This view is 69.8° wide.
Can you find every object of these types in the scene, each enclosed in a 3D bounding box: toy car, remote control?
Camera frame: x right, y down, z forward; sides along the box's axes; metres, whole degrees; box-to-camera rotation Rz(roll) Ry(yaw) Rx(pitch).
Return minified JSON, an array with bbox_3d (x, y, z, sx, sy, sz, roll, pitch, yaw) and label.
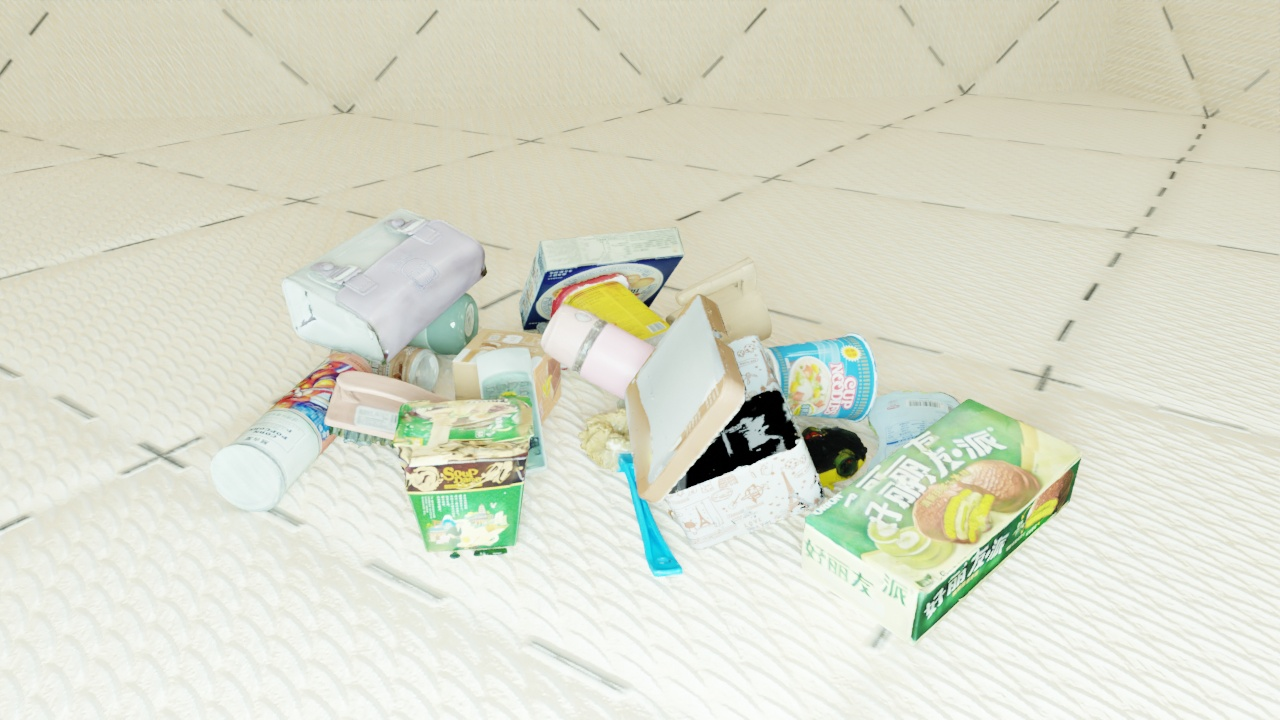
[{"bbox_3d":[0.147,0.104,0.878,0.155,0.041,0.071,-17,30,-21],"label":"toy car"},{"bbox_3d":[-0.129,0.051,0.919,0.056,0.019,0.135,-9,67,-5],"label":"remote control"}]

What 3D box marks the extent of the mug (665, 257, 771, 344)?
[{"bbox_3d":[0.092,-0.055,1.105,0.103,0.125,0.084,-27,51,-15],"label":"mug"}]

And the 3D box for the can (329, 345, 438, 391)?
[{"bbox_3d":[-0.297,0.007,1.063,0.116,0.059,0.058,9,27,18],"label":"can"}]

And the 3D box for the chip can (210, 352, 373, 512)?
[{"bbox_3d":[-0.340,0.065,0.928,0.071,0.071,0.214,4,25,8],"label":"chip can"}]

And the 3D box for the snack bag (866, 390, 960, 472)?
[{"bbox_3d":[0.283,0.091,0.915,0.110,0.039,0.190,10,30,8],"label":"snack bag"}]

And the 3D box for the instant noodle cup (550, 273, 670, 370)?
[{"bbox_3d":[-0.032,-0.026,1.090,0.115,0.116,0.124,-22,45,-40],"label":"instant noodle cup"}]

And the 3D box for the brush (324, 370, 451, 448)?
[{"bbox_3d":[-0.234,0.054,0.913,0.145,0.073,0.063,16,44,-14],"label":"brush"}]

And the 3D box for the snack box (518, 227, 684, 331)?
[{"bbox_3d":[-0.055,-0.104,1.187,0.177,0.183,0.045,-9,71,-19],"label":"snack box"}]

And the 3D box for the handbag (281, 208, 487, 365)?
[{"bbox_3d":[-0.292,-0.092,1.070,0.145,0.099,0.196,21,43,20],"label":"handbag"}]

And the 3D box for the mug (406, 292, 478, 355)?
[{"bbox_3d":[-0.262,-0.051,1.169,0.106,0.082,0.111,2,8,6],"label":"mug"}]

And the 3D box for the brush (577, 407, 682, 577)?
[{"bbox_3d":[-0.003,0.119,0.860,0.083,0.046,0.254,-1,29,-13],"label":"brush"}]

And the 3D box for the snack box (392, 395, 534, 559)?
[{"bbox_3d":[-0.152,0.102,0.809,0.118,0.106,0.117,-2,23,-7],"label":"snack box"}]

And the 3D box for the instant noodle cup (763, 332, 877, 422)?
[{"bbox_3d":[0.180,0.021,0.982,0.109,0.099,0.099,-3,25,-17],"label":"instant noodle cup"}]

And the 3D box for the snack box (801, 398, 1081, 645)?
[{"bbox_3d":[0.255,0.126,0.770,0.239,0.063,0.114,-27,40,-31],"label":"snack box"}]

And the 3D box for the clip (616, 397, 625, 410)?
[{"bbox_3d":[0.021,0.038,1.036,0.103,0.034,0.076,-17,31,-16],"label":"clip"}]

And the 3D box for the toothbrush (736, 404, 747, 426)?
[{"bbox_3d":[0.125,0.025,1.068,0.026,0.027,0.212,-11,22,12],"label":"toothbrush"}]

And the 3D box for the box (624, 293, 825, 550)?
[{"bbox_3d":[0.054,0.042,0.816,0.148,0.158,0.181,-22,34,6],"label":"box"}]

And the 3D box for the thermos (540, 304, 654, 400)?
[{"bbox_3d":[-0.006,0.006,0.978,0.198,0.067,0.087,28,31,6],"label":"thermos"}]

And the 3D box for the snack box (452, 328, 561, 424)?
[{"bbox_3d":[-0.145,0.021,1.013,0.093,0.077,0.094,6,26,11],"label":"snack box"}]

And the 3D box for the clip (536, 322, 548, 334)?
[{"bbox_3d":[-0.119,-0.024,1.186,0.024,0.028,0.056,-13,38,-22],"label":"clip"}]
